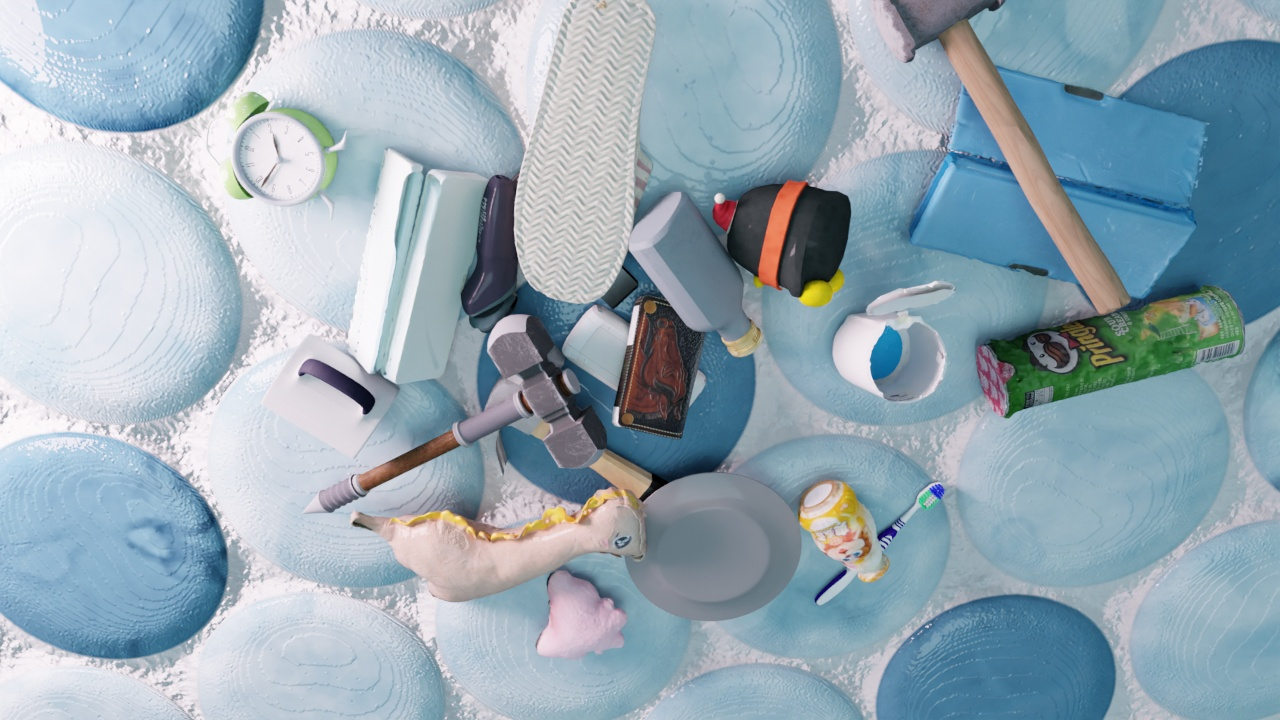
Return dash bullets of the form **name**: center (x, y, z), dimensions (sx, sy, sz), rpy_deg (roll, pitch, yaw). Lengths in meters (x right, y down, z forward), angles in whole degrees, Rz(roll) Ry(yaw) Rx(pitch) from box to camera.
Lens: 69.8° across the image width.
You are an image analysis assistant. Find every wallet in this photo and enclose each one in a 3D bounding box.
- **wallet**: center (0.019, 0.007, 0.848), dimensions (0.072, 0.019, 0.123), rpy_deg (14, 84, -18)

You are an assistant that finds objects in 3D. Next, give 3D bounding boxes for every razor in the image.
- **razor**: center (-0.132, -0.095, 0.821), dimensions (0.052, 0.047, 0.143), rpy_deg (-6, 119, -27)

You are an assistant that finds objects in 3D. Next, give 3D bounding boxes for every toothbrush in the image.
- **toothbrush**: center (0.248, 0.194, 0.957), dimensions (0.015, 0.016, 0.187), rpy_deg (37, 106, -14)

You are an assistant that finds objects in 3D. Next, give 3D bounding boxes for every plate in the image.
- **plate**: center (0.073, 0.192, 0.919), dimensions (0.178, 0.012, 0.179), rpy_deg (0, 113, 0)

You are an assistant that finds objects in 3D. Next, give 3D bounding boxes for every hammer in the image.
- **hammer**: center (-0.198, 0.085, 0.867), dimensions (0.323, 0.043, 0.156), rpy_deg (-26, 103, 18)
- **hammer**: center (0.306, -0.183, 0.750), dimensions (0.098, 0.052, 0.328), rpy_deg (-29, 91, 10)
- **hammer**: center (-0.010, 0.118, 0.914), dimensions (0.328, 0.039, 0.131), rpy_deg (35, 108, -14)

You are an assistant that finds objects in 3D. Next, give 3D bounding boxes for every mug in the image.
- **mug**: center (-0.280, 0.030, 0.839), dimensions (0.097, 0.112, 0.078), rpy_deg (34, 66, -13)

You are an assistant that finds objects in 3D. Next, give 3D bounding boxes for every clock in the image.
- **clock**: center (-0.314, -0.177, 0.793), dimensions (0.119, 0.042, 0.094), rpy_deg (16, 109, -7)

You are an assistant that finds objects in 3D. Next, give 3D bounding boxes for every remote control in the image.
- **remote control**: center (-0.064, -0.110, 0.837), dimensions (0.034, 0.013, 0.150), rpy_deg (-42, 106, 14)
- **remote control**: center (-0.005, 0.005, 0.876), dimensions (0.138, 0.025, 0.060), rpy_deg (34, 107, -15)

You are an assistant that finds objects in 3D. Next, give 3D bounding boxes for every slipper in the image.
- **slipper**: center (-0.043, -0.181, 0.792), dimensions (0.115, 0.052, 0.263), rpy_deg (9, 104, -8)

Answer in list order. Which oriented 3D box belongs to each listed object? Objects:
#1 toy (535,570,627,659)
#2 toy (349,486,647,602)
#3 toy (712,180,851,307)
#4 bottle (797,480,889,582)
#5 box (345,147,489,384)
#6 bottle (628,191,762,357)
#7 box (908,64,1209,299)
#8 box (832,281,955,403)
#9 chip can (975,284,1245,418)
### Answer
- **toy**: center (-0.061, 0.273, 0.964), dimensions (0.093, 0.050, 0.102), rpy_deg (8, 107, -1)
- **toy**: center (-0.129, 0.168, 0.893), dimensions (0.265, 0.065, 0.196), rpy_deg (-25, 127, 24)
- **toy**: center (0.123, -0.109, 0.803), dimensions (0.119, 0.097, 0.100), rpy_deg (16, 111, 17)
- **bottle**: center (0.207, 0.173, 0.922), dimensions (0.063, 0.063, 0.108), rpy_deg (-36, 105, 12)
- **box**: center (-0.216, -0.085, 0.828), dimensions (0.096, 0.085, 0.199), rpy_deg (25, 108, 25)
- **bottle**: center (0.057, -0.068, 0.819), dimensions (0.046, 0.072, 0.161), rpy_deg (-3, 136, 45)
- **box**: center (0.371, -0.153, 0.804), dimensions (0.232, 0.066, 0.173), rpy_deg (12, 109, -4)
- **box**: center (0.222, -0.021, 0.804), dimensions (0.084, 0.160, 0.119), rpy_deg (-4, 100, -6)
- **chip can**: center (0.434, -0.009, 0.852), dimensions (0.223, 0.075, 0.075), rpy_deg (-15, 110, 4)
